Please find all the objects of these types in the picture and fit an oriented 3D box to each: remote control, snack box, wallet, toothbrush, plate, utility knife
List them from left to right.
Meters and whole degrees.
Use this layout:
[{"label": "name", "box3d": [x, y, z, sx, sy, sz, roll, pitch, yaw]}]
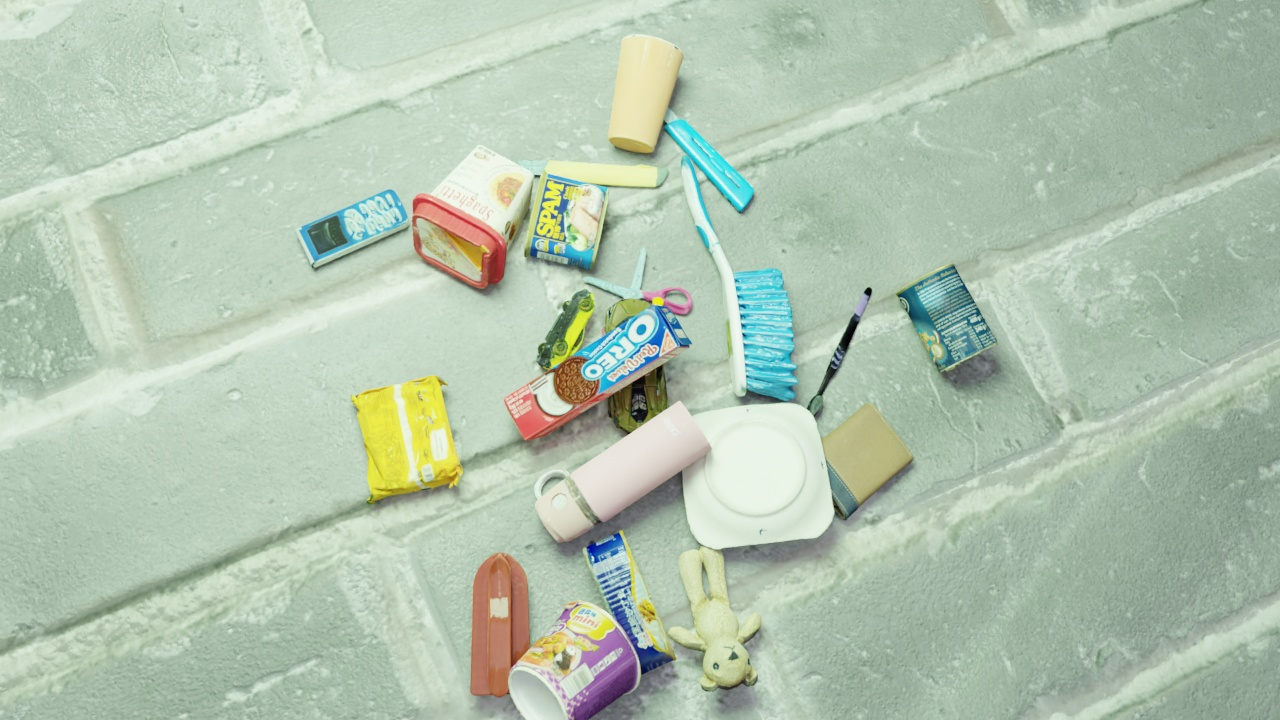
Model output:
[{"label": "remote control", "box3d": [-0.335, -0.155, 1.072, 0.124, 0.024, 0.049, -26, 81, -12]}, {"label": "utility knife", "box3d": [-0.057, -0.231, 1.119, 0.183, 0.019, 0.031, 5, 72, -11]}, {"label": "snack box", "box3d": [-0.047, 0.013, 1.006, 0.208, 0.058, 0.057, -31, 82, 13]}, {"label": "utility knife", "box3d": [0.074, -0.259, 1.139, 0.034, 0.018, 0.182, -40, 82, -12]}, {"label": "plate", "box3d": [0.127, 0.122, 1.025, 0.164, 0.034, 0.163, -8, 66, 3]}, {"label": "toothbrush", "box3d": [0.240, -0.011, 1.100, 0.014, 0.017, 0.188, 28, 75, 1]}, {"label": "wallet", "box3d": [0.249, 0.115, 1.064, 0.115, 0.033, 0.090, -37, 86, -13]}]

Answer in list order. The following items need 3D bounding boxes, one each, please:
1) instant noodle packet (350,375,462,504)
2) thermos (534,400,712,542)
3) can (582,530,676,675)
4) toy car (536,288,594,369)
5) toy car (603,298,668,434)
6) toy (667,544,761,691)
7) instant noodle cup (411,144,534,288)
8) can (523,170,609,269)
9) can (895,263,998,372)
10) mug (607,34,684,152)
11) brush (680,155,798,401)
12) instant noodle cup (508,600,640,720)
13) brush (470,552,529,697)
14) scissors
[{"label": "instant noodle packet", "box3d": [-0.257, 0.088, 1.015, 0.111, 0.044, 0.128, -13, 75, -2]}, {"label": "thermos", "box3d": [-0.025, 0.118, 1.011, 0.198, 0.067, 0.087, -33, 56, 1]}, {"label": "can", "box3d": [-0.013, 0.260, 0.984, 0.049, 0.075, 0.148, -23, 79, -7]}, {"label": "toy car", "box3d": [-0.082, -0.034, 1.059, 0.032, 0.048, 0.105, 34, 75, -26]}, {"label": "toy car", "box3d": [-0.006, 0.006, 1.051, 0.070, 0.042, 0.158, -5, 86, -7]}, {"label": "toy", "box3d": [0.081, 0.276, 0.994, 0.105, 0.066, 0.157, -6, 61, -13]}, {"label": "instant noodle cup", "box3d": [-0.186, -0.168, 1.051, 0.116, 0.117, 0.124, 28, 65, 1]}, {"label": "can", "box3d": [-0.086, -0.164, 1.082, 0.083, 0.057, 0.102, 12, 77, -5]}, {"label": "can", "box3d": [0.364, -0.049, 1.089, 0.075, 0.075, 0.111, -25, 81, -11]}, {"label": "mug", "box3d": [0.001, -0.320, 1.113, 0.078, 0.078, 0.122, 14, 89, -2]}, {"label": "brush", "box3d": [0.115, -0.104, 1.093, 0.109, 0.060, 0.314, -4, 75, -3]}, {"label": "instant noodle cup", "box3d": [-0.072, 0.318, 0.929, 0.099, 0.112, 0.111, -30, 80, -43]}, {"label": "brush", "box3d": [-0.148, 0.277, 0.969, 0.063, 0.069, 0.145, 0, 77, -7]}, {"label": "scissors", "box3d": [-0.006, -0.072, 1.089, 0.133, 0.017, 0.134, 18, 80, -1]}]
